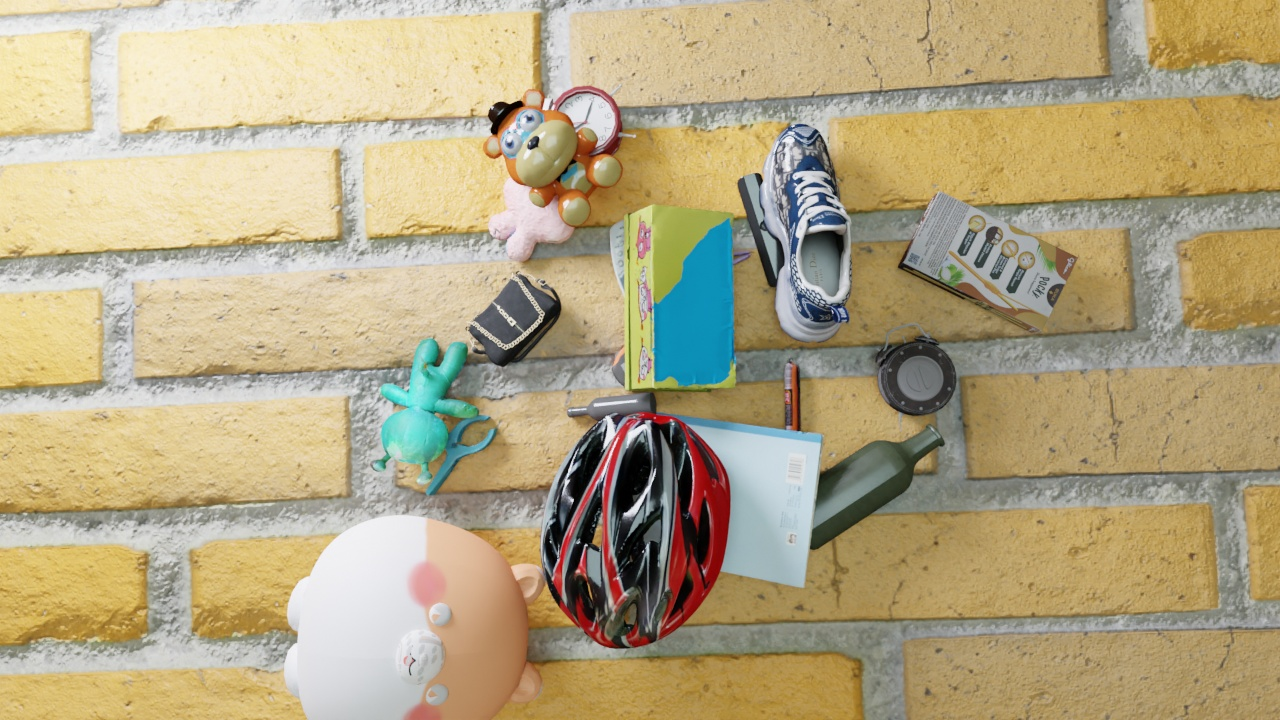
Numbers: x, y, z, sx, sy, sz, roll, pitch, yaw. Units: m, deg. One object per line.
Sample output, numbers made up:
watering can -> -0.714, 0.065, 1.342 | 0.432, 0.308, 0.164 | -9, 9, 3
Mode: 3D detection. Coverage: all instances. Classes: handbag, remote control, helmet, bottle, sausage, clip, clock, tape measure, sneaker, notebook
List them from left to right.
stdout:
clip -> -0.242, 0.101, 1.161 | 0.120, 0.027, 0.103 | -29, 88, 1
handbag -> -0.162, -0.053, 1.158 | 0.128, 0.054, 0.079 | -46, 75, 2
clock -> -0.080, -0.293, 1.164 | 0.137, 0.048, 0.096 | -15, 86, 0
bottle -> -0.038, 0.060, 1.144 | 0.113, 0.030, 0.030 | -7, 86, 17
helmet -> -0.015, 0.190, 1.042 | 0.218, 0.167, 0.271 | 8, 80, 29
tape measure -> -0.007, 0.007, 1.148 | 0.059, 0.038, 0.058 | -28, 86, 0
remote control -> -0.004, -0.123, 1.160 | 0.060, 0.028, 0.114 | -14, 87, 2
notebook -> 0.085, 0.161, 1.112 | 0.254, 0.009, 0.181 | 7, 87, 21
clip -> 0.113, -0.124, 1.164 | 0.051, 0.014, 0.045 | 14, 87, 5
remote control -> 0.159, -0.165, 1.162 | 0.033, 0.015, 0.146 | -17, 86, 1
sausage -> 0.190, 0.074, 1.145 | 0.020, 0.020, 0.155 | 0, 87, 2
sneaker -> 0.211, -0.162, 1.092 | 0.103, 0.132, 0.269 | -2, 83, -7
bottle -> 0.273, 0.146, 1.111 | 0.207, 0.071, 0.071 | -33, 86, 0
clock -> 0.337, 0.018, 1.129 | 0.091, 0.044, 0.122 | -17, 86, 1

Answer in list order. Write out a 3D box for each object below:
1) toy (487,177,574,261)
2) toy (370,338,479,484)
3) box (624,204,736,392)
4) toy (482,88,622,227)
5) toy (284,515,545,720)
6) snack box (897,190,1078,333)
toy -> -0.142, -0.179, 1.161 | 0.105, 0.053, 0.108 | -43, 86, 10
toy -> -0.269, 0.058, 1.127 | 0.131, 0.072, 0.193 | 8, 67, 10
box -> 0.047, -0.070, 1.111 | 0.124, 0.080, 0.221 | -1, 89, -26
toy -> -0.110, -0.246, 1.102 | 0.176, 0.096, 0.112 | 40, 98, 13
toy -> -0.249, 0.308, 1.031 | 0.280, 0.266, 0.262 | 2, 84, -11
snack box -> 0.429, -0.122, 1.139 | 0.186, 0.031, 0.101 | 27, 88, 4
